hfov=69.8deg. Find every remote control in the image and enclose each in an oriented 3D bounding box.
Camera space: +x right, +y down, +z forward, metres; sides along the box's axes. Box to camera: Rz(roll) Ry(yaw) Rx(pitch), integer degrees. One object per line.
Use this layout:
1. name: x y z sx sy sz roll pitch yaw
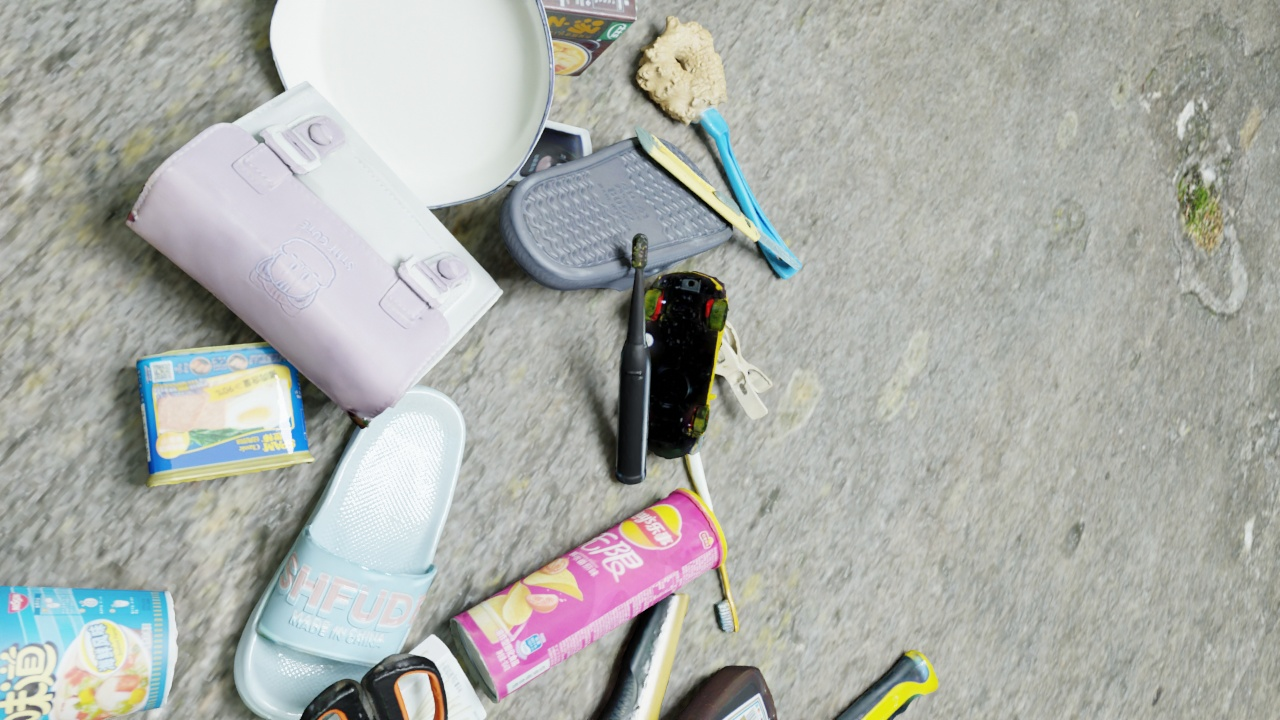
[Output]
1. remote control: -0.110 -0.171 0.734 0.150 0.021 0.058 6 81 -25

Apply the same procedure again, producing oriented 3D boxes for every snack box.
1. snack box: -0.184 0.266 0.622 0.156 0.027 0.085 -37 133 -26
2. snack box: -0.064 -0.270 0.717 0.125 0.113 0.053 -2 85 -26

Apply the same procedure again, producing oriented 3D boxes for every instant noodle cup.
1. instant noodle cup: -0.341 0.177 0.544 0.109 0.099 0.099 6 81 -34

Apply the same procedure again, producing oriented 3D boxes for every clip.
1. clip: 0.078 0.001 0.794 0.100 0.035 0.071 48 29 -14

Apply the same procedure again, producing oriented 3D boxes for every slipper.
1. slipper: -0.026 -0.108 0.731 0.267 0.084 0.110 -27 86 -51
2. slipper: -0.185 0.131 0.633 0.104 0.074 0.245 27 72 -22

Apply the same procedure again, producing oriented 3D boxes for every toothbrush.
1. toothbrush: 0.056 0.141 0.784 0.018 0.016 0.191 -14 91 -19
2. toothbrush: -0.004 0.004 0.699 0.026 0.027 0.213 7 121 8

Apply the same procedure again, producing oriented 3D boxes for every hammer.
1. hammer: 0.141 0.357 0.792 0.322 0.032 0.126 -31 99 -26

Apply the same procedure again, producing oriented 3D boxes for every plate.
1. plate: -0.154 -0.211 0.643 0.205 0.205 0.045 55 21 -11

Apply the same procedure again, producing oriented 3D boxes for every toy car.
1. toy car: 0.030 0.003 0.754 0.071 0.041 0.156 10 95 13

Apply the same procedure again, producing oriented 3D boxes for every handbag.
1. handbag: -0.207 -0.069 0.611 0.197 0.099 0.144 47 44 -13

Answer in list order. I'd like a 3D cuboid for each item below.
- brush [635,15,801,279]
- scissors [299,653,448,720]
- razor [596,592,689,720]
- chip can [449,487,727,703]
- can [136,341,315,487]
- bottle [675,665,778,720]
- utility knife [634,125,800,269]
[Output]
1. brush: 0.076 -0.186 0.823 0.083 0.046 0.255 -38 105 -29
2. scissors: -0.168 0.296 0.610 0.141 0.022 0.235 -1 109 -32
3. razor: 0.004 0.262 0.724 0.067 0.062 0.167 22 68 -4
4. chip can: -0.037 0.175 0.703 0.210 0.072 0.071 -25 95 -26
5. can: -0.276 0.035 0.609 0.102 0.057 0.083 -6 84 -27
6. bottle: 0.043 0.311 0.697 0.194 0.044 0.080 -28 102 -53
7. utility knife: 0.070 -0.130 0.779 0.210 0.022 0.030 38 34 -35
